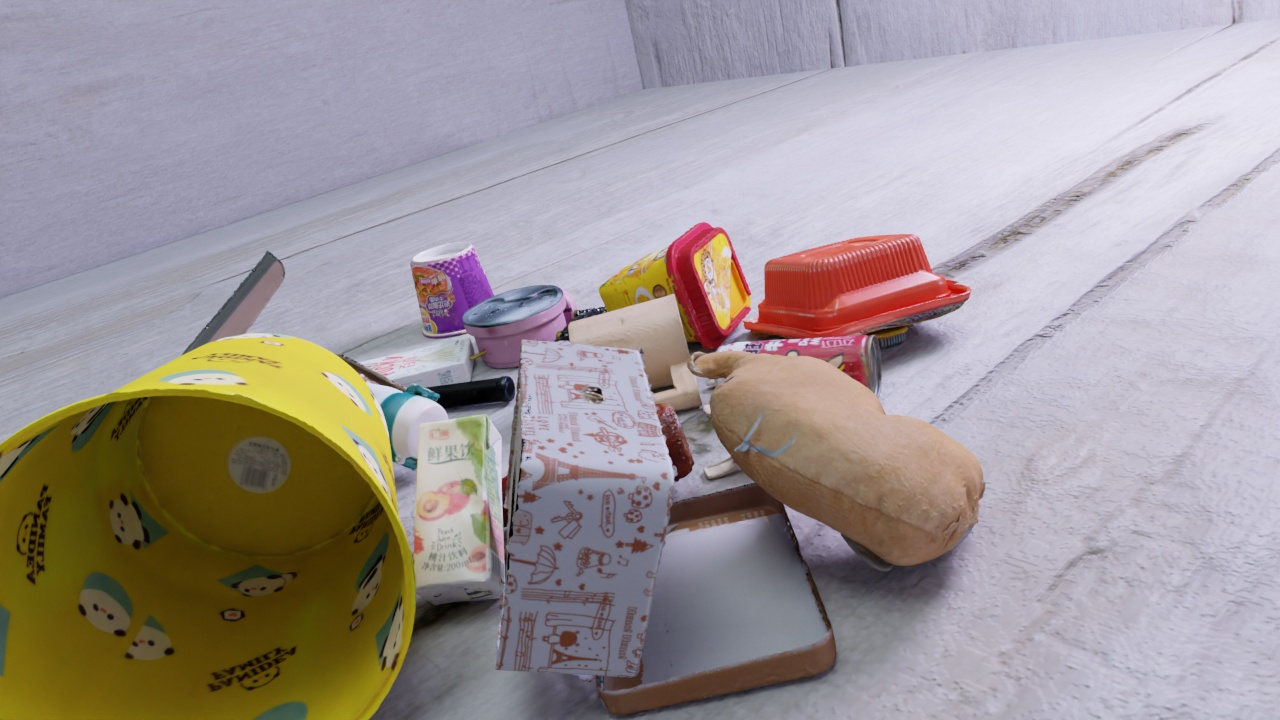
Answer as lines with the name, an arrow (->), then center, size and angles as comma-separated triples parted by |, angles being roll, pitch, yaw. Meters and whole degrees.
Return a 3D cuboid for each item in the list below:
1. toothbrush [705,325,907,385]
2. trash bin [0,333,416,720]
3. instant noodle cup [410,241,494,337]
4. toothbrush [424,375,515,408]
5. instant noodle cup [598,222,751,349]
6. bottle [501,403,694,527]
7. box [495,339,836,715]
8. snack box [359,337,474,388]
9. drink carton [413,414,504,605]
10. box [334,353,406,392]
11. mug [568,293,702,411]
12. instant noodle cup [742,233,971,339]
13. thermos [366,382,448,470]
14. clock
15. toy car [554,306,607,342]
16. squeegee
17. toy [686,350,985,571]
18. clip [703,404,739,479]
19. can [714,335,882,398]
toothbrush -> 0.153, -0.001, 0.841 | 0.191, 0.018, 0.016 | -16, 18, 1
trash bin -> -0.258, 0.095, 0.579 | 0.229, 0.230, 0.255 | -17, 17, -9
instant noodle cup -> -0.244, -0.095, 1.186 | 0.111, 0.099, 0.111 | -13, 22, 5
toothbrush -> -0.229, 0.041, 0.944 | 0.213, 0.026, 0.027 | -8, -12, 19
instant noodle cup -> 0.034, -0.069, 0.960 | 0.124, 0.116, 0.115 | -13, 19, 34
bottle -> -0.063, 0.092, 0.680 | 0.206, 0.060, 0.059 | -21, 22, -2
box -> 0.017, 0.095, 0.538 | 0.192, 0.156, 0.183 | 4, 23, -8
snack box -> -0.265, 0.016, 1.023 | 0.157, 0.027, 0.084 | -13, 22, -1
drink carton -> -0.123, 0.102, 0.630 | 0.053, 0.045, 0.122 | -10, 58, 6
box -> -0.289, 0.037, 0.934 | 0.164, 0.075, 0.080 | 19, 10, 36
mug -> -0.005, 0.005, 0.847 | 0.103, 0.084, 0.124 | -14, 48, 3
instant noodle cup -> 0.195, -0.071, 0.877 | 0.164, 0.079, 0.189 | -16, 10, -17
thermos -> -0.276, 0.045, 0.836 | 0.224, 0.073, 0.073 | 9, 29, 27
clock -> -0.134, -0.045, 1.054 | 0.117, 0.060, 0.158 | -9, 24, 14
toy car -> -0.059, -0.032, 1.012 | 0.049, 0.031, 0.106 | -6, 22, 18
squeegee -> -0.314, 0.069, 0.791 | 0.249, 0.040, 0.247 | 35, 82, 21
toy -> 0.106, 0.042, 0.580 | 0.226, 0.083, 0.143 | 35, 21, 30
clip -> 0.096, 0.061, 0.694 | 0.097, 0.061, 0.034 | -6, 22, -8
can -> 0.132, 0.008, 0.774 | 0.133, 0.053, 0.053 | -3, 24, 25
